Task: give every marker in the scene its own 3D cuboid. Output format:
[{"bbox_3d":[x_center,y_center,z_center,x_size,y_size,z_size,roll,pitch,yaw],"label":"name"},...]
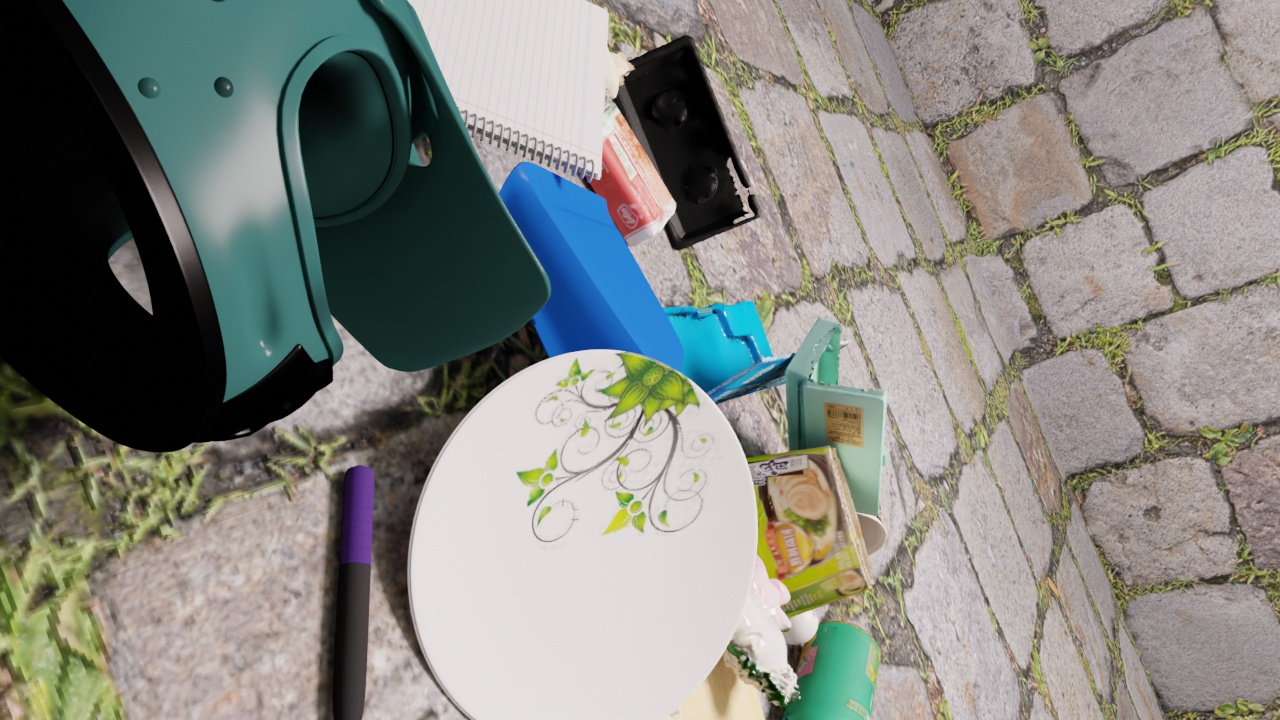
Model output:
[{"bbox_3d":[-0.138,0.115,0.445,0.018,0.015,0.133,72,10,-63],"label":"marker"}]

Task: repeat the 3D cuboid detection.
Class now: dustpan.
[{"bbox_3d":[-0.004,0.004,0.629,0.257,0.059,0.245,59,10,1],"label":"dustpan"}]

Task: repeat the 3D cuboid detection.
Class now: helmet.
[{"bbox_3d":[-0.167,-0.097,0.373,0.275,0.177,0.199,59,33,-10],"label":"helmet"}]

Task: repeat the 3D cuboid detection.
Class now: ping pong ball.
[{"bbox_3d":[0.133,0.224,0.791,0.040,0.040,0.040,37,41,-42],"label":"ping pong ball"}]

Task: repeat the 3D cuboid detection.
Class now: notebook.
[{"bbox_3d":[-0.133,-0.218,0.580,0.245,0.013,0.177,17,52,-22],"label":"notebook"}]

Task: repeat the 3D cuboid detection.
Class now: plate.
[{"bbox_3d":[-0.029,0.108,0.539,0.229,0.030,0.229,0,90,-32],"label":"plate"}]

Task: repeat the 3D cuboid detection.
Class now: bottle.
[{"bbox_3d":[0.146,0.299,0.732,0.068,0.068,0.209,60,30,-13],"label":"bottle"}]

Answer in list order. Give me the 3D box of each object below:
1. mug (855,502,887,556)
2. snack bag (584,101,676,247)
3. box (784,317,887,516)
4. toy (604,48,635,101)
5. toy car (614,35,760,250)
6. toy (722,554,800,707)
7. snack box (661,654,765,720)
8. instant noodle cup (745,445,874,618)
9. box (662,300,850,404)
[{"bbox_3d":[0.194,0.147,0.917,0.112,0.086,0.089,89,4,-46],"label":"mug"},{"bbox_3d":[-0.016,-0.164,0.815,0.116,0.036,0.076,57,30,-18],"label":"snack bag"},{"bbox_3d":[0.179,0.060,0.791,0.077,0.093,0.188,-52,150,-27],"label":"box"},{"bbox_3d":[-0.047,-0.268,0.814,0.087,0.050,0.112,56,15,16],"label":"toy"},{"bbox_3d":[0.045,-0.211,0.917,0.071,0.094,0.191,-14,82,-81],"label":"toy car"},{"bbox_3d":[0.075,0.178,0.635,0.095,0.041,0.108,50,29,-7],"label":"toy"},{"bbox_3d":[0.026,0.198,0.627,0.141,0.044,0.193,13,60,-57],"label":"snack box"},{"bbox_3d":[0.127,0.138,0.745,0.146,0.098,0.146,-15,89,-78],"label":"instant noodle cup"},{"bbox_3d":[0.095,-0.017,0.816,0.242,0.115,0.094,-10,79,-61],"label":"box"}]
